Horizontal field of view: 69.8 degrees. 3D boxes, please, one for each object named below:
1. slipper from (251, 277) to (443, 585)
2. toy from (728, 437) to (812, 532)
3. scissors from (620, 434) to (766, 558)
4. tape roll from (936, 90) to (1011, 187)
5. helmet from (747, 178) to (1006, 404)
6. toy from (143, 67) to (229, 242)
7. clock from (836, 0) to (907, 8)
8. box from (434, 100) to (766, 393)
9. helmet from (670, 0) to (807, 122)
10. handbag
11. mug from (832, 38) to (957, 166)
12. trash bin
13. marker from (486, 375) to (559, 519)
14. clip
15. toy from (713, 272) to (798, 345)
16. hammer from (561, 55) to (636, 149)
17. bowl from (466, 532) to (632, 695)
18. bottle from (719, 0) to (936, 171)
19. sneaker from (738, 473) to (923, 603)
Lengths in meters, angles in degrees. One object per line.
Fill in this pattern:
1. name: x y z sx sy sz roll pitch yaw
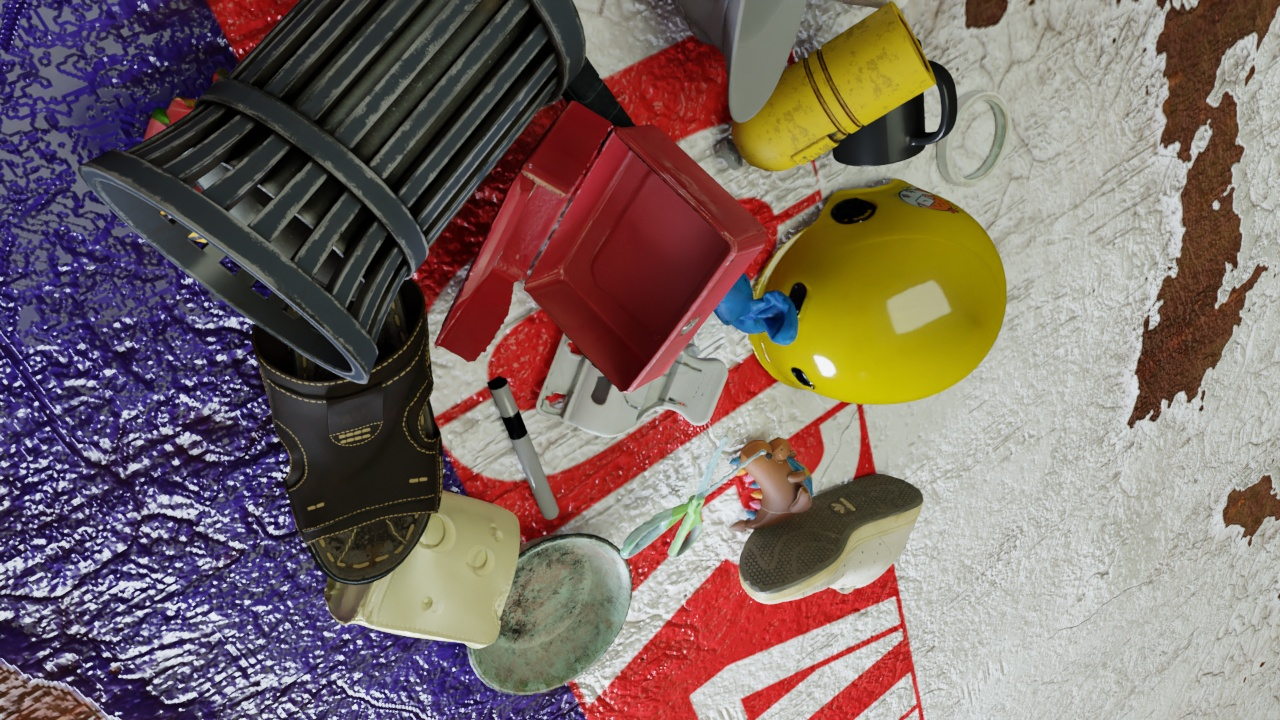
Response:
1. slipper: -0.185 0.017 0.589 0.112 0.076 0.268 -9 100 -25
2. toy: 0.116 0.123 0.896 0.103 0.070 0.090 -38 116 13
3. scissors: 0.048 0.129 0.822 0.173 0.022 0.172 -17 139 -34
4. tape roll: 0.328 -0.217 0.901 0.092 0.013 0.093 -14 117 -29
5. helmet: 0.233 -0.045 0.832 0.239 0.140 0.209 -24 121 -23
6. toy: -0.252 -0.117 0.542 0.084 0.046 0.103 23 102 -49
7. clock: 0.191 -0.330 0.686 0.160 0.073 0.125 -33 135 -65
8. box: -0.019 -0.064 0.620 0.168 0.153 0.158 26 129 -11
9. helmet: 0.058 -0.309 0.621 0.183 0.118 0.271 -7 116 -72
10. handbag: -0.162 0.153 0.694 0.119 0.081 0.111 23 83 -36
11. mug: 0.209 -0.214 0.759 0.078 0.114 0.088 -32 125 -29
12. trash bin: -0.146 -0.128 0.496 0.227 0.164 0.164 -56 130 -18
13. marker: -0.093 0.074 0.746 0.016 0.016 0.141 -30 124 -20
14. clip: -0.004 0.004 0.753 0.142 0.072 0.125 18 102 -27
15. toy: 0.066 -0.067 0.743 0.176 0.113 0.070 49 66 -28
16. hammer: -0.082 -0.231 0.573 0.025 0.118 0.333 -52 134 -8
17. bowl: -0.083 0.212 0.798 0.157 0.038 0.158 -13 117 -29
18. bottle: 0.136 -0.198 0.709 0.164 0.071 0.071 -27 135 28
19. sneaker: 0.196 0.203 0.958 0.241 0.089 0.102 -19 127 -31
